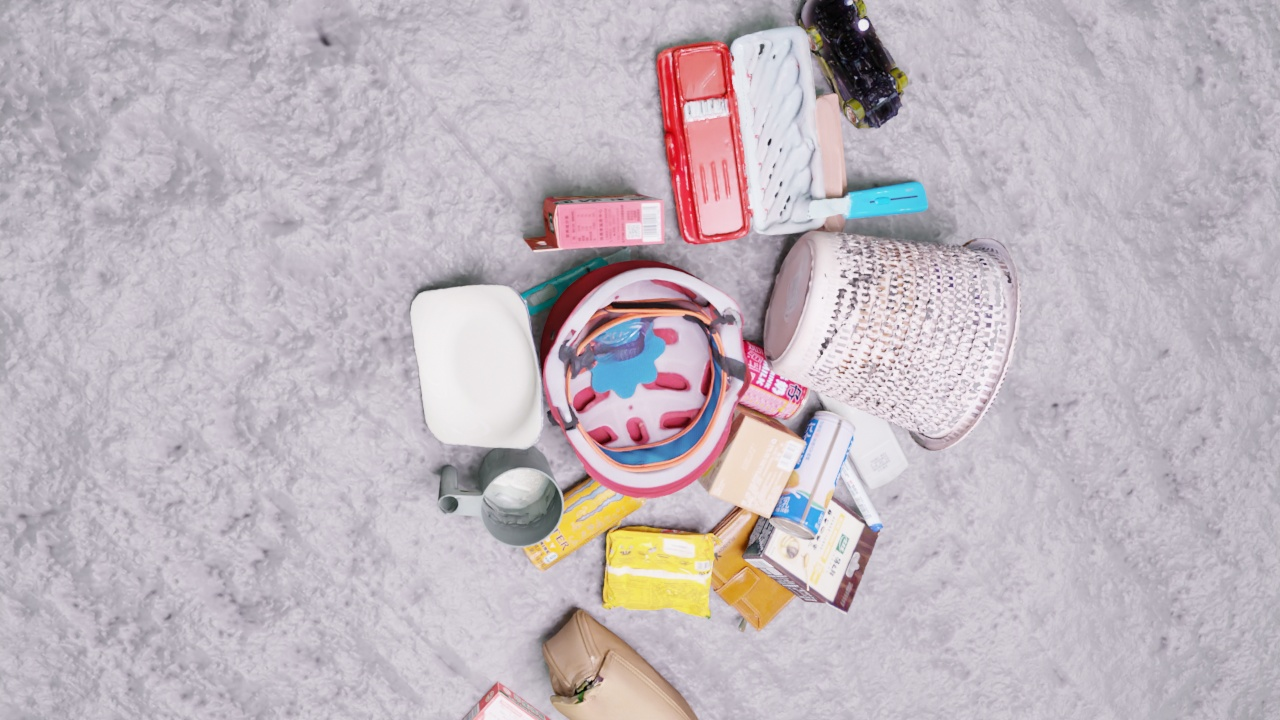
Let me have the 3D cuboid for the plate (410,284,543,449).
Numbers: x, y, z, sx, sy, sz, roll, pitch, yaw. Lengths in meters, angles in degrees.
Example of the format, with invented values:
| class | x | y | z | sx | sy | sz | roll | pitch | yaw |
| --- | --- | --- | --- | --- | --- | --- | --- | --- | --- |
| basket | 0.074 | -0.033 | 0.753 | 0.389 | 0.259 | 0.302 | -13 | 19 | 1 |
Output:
| class | x | y | z | sx | sy | sz | roll | pitch | yaw |
| --- | --- | --- | --- | --- | --- | --- | --- | --- | --- |
| plate | -0.157 | 0.005 | 0.917 | 0.034 | 0.165 | 0.163 | -18 | 105 | -54 |

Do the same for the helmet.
| class | x | y | z | sx | sy | sz | roll | pitch | yaw |
| --- | --- | --- | --- | --- | --- | --- | --- | --- | --- |
| helmet | -0.006 | 0.005 | 0.933 | 0.206 | 0.144 | 0.240 | -13 | 118 | -15 |

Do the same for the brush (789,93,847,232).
| class | x | y | z | sx | sy | sz | roll | pitch | yaw |
| --- | --- | --- | --- | --- | --- | --- | --- | --- | --- |
| brush | 0.186 | -0.201 | 0.963 | 0.063 | 0.073 | 0.146 | -14 | 106 | -10 |

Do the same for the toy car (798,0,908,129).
| class | x | y | z | sx | sy | sz | roll | pitch | yaw |
| --- | --- | --- | --- | --- | --- | --- | --- | --- | --- |
| toy car | 0.221 | -0.317 | 0.960 | 0.070 | 0.042 | 0.158 | -35 | 108 | -3 |

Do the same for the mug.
| class | x | y | z | sx | sy | sz | roll | pitch | yaw |
| --- | --- | --- | --- | --- | --- | --- | --- | --- | --- |
| mug | -0.146 | 0.133 | 0.948 | 0.124 | 0.103 | 0.084 | 6 | 101 | -12 |

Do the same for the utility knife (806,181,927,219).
| class | x | y | z | sx | sy | sz | roll | pitch | yaw |
| --- | --- | --- | --- | --- | --- | --- | --- | --- | --- |
| utility knife | 0.238 | -0.164 | 0.959 | 0.207 | 0.018 | 0.034 | -14 | 103 | -40 |

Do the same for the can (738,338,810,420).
| class | x | y | z | sx | sy | sz | roll | pitch | yaw |
| --- | --- | --- | --- | --- | --- | --- | --- | --- | --- |
| can | 0.131 | 0.021 | 1.002 | 0.093 | 0.066 | 0.066 | 24 | 96 | -16 |

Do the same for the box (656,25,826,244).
| class | x | y | z | sx | sy | sz | roll | pitch | yaw |
| --- | --- | --- | --- | --- | --- | --- | --- | --- | --- |
| box | 0.103 | -0.225 | 0.934 | 0.161 | 0.049 | 0.201 | -5 | 104 | 14 |

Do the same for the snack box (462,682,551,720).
| class | x | y | z | sx | sy | sz | roll | pitch | yaw |
| --- | --- | --- | --- | --- | --- | --- | --- | --- | --- |
| snack box | -0.131 | 0.446 | 1.059 | 0.156 | 0.027 | 0.077 | 43 | 90 | -17 |

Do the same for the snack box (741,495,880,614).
| class | x | y | z | sx | sy | sz | roll | pitch | yaw |
| --- | --- | --- | --- | --- | --- | --- | --- | --- | --- |
| snack box | 0.194 | 0.206 | 1.041 | 0.125 | 0.053 | 0.113 | 38 | 65 | -17 |

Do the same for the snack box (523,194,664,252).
| class | x | y | z | sx | sy | sz | roll | pitch | yaw |
| --- | --- | --- | --- | --- | --- | --- | --- | --- | --- |
| snack box | -0.049 | -0.138 | 0.904 | 0.127 | 0.113 | 0.044 | -5 | 104 | -11 |

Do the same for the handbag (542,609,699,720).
| class | x | y | z | sx | sy | sz | roll | pitch | yaw |
| --- | --- | --- | --- | --- | --- | --- | --- | --- | --- |
| handbag | -0.021 | 0.376 | 1.004 | 0.204 | 0.148 | 0.100 | 44 | 88 | -13 |

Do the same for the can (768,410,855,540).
| class | x | y | z | sx | sy | sz | roll | pitch | yaw |
| --- | --- | --- | --- | --- | --- | --- | --- | --- | --- |
| can | 0.189 | 0.124 | 0.999 | 0.053 | 0.053 | 0.134 | 32 | 70 | -17 |

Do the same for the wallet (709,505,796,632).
| class | x | y | z | sx | sy | sz | roll | pitch | yaw |
| --- | --- | --- | --- | --- | --- | --- | --- | --- | --- |
| wallet | 0.127 | 0.242 | 1.070 | 0.119 | 0.035 | 0.130 | -45 | 104 | -3 |

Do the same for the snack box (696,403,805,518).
| class | x | y | z | sx | sy | sz | roll | pitch | yaw |
| --- | --- | --- | --- | --- | --- | --- | --- | --- | --- |
| snack box | 0.112 | 0.103 | 1.001 | 0.077 | 0.094 | 0.093 | 23 | 96 | -16 |

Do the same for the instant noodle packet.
| class | x | y | z | sx | sy | sz | roll | pitch | yaw |
| --- | --- | --- | --- | --- | --- | --- | --- | --- | --- |
| instant noodle packet | 0.024 | 0.233 | 1.026 | 0.128 | 0.044 | 0.111 | 5 | 107 | 4 |

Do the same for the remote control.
| class | x | y | z | sx | sy | sz | roll | pitch | yaw |
| --- | --- | --- | --- | --- | --- | --- | --- | --- | --- |
| remote control | 0.257 | 0.077 | 1.064 | 0.058 | 0.021 | 0.150 | -31 | 106 | -4 |

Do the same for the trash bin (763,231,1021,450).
| class | x | y | z | sx | sy | sz | roll | pitch | yaw |
| --- | --- | --- | --- | --- | --- | --- | --- | --- | --- |
| trash bin | 0.240 | -0.038 | 0.939 | 0.192 | 0.227 | 0.227 | 14 | 99 | -8 |

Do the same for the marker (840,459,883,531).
| class | x | y | z | sx | sy | sz | roll | pitch | yaw |
| --- | --- | --- | --- | --- | --- | --- | --- | --- | --- |
| marker | 0.236 | 0.129 | 1.049 | 0.017 | 0.017 | 0.145 | -28 | 86 | -5 |

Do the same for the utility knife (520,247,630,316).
| class | x | y | z | sx | sy | sz | roll | pitch | yaw |
| --- | --- | --- | --- | --- | --- | --- | --- | --- | --- |
| utility knife | -0.089 | -0.075 | 0.962 | 0.178 | 0.013 | 0.029 | -27 | 108 | -5 |

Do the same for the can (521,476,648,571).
| class | x | y | z | sx | sy | sz | roll | pitch | yaw |
| --- | --- | --- | --- | --- | --- | --- | --- | --- | --- |
| can | -0.062 | 0.166 | 0.996 | 0.146 | 0.058 | 0.058 | -33 | 107 | -3 |
